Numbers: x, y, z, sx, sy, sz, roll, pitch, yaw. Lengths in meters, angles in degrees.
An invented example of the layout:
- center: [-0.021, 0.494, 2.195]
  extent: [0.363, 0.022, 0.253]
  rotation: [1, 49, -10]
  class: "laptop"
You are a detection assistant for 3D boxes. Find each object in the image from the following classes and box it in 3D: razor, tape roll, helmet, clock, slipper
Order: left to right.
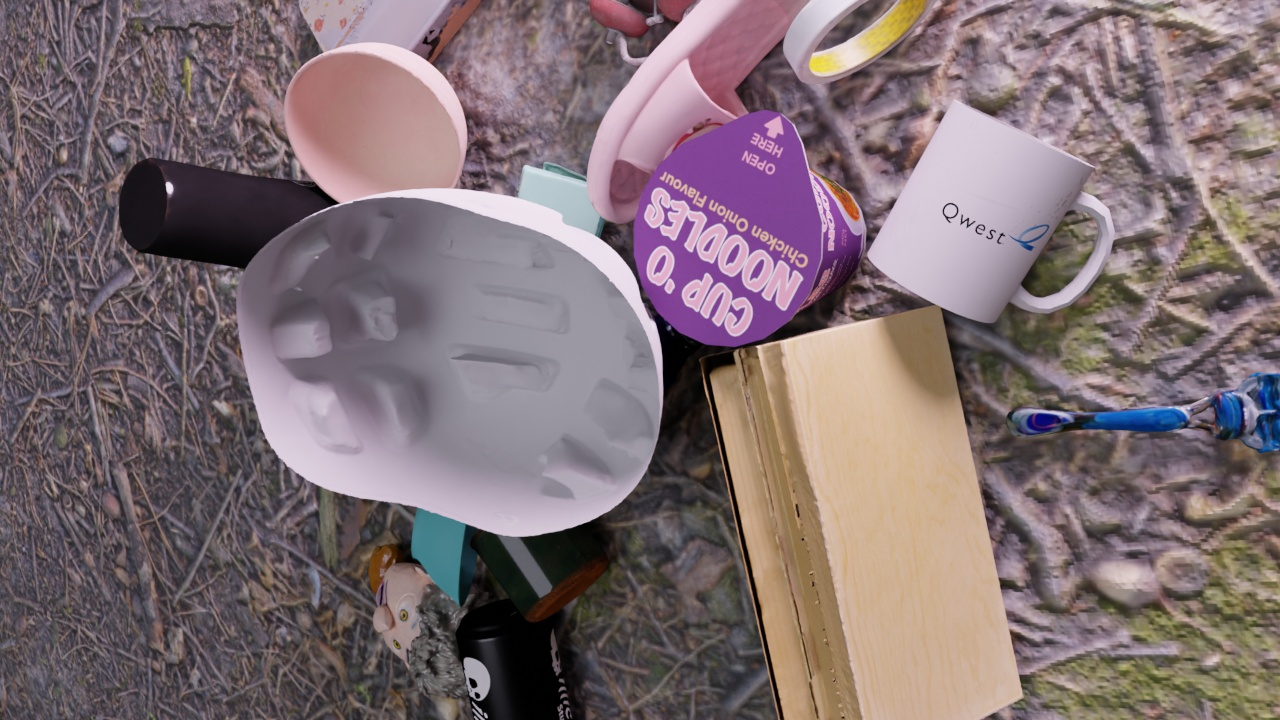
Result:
- center: [-0.110, -0.005, 0.603]
  extent: [0.283, 0.183, 0.224]
  rotation: [9, 121, 32]
  class: "helmet"
- center: [0.015, -0.275, 0.619]
  extent: [0.110, 0.061, 0.156]
  rotation: [-2, 82, 35]
  class: "clock"
- center: [0.042, -0.175, 0.596]
  extent: [0.055, 0.106, 0.222]
  rotation: [49, 115, 18]
  class: "slipper"
- center: [0.129, -0.199, 0.536]
  extent: [0.094, 0.093, 0.019]
  rotation: [-35, 76, 33]
  class: "tape roll"
- center: [0.278, 0.034, 0.515]
  extent: [0.141, 0.018, 0.044]
  rotation: [-6, 94, 35]
  class: "razor"

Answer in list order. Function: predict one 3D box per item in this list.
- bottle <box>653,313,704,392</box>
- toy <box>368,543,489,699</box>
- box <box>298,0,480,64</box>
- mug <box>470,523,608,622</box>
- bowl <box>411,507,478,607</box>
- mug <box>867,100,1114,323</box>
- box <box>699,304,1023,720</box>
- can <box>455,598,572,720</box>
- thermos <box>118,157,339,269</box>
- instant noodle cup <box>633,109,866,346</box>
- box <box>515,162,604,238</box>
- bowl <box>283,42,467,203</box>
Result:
- center: [-0.004, 0.004, 0.681]
  extent: [0.161, 0.056, 0.056]
  rotation: [-39, 75, 32]
  class: "bottle"
- center: [-0.205, 0.234, 0.845]
  extent: [0.176, 0.076, 0.133]
  rotation: [32, 113, 35]
  class: "toy"
- center: [-0.210, -0.329, 0.787]
  extent: [0.217, 0.043, 0.150]
  rotation: [-37, 71, 33]
  class: "box"
- center: [-0.082, 0.162, 0.750]
  extent: [0.081, 0.084, 0.111]
  rotation: [50, 153, 16]
  class: "mug"
- center: [-0.162, 0.141, 0.767]
  extent: [0.046, 0.121, 0.121]
  rotation: [8, 104, -2]
  class: "bowl"
- center: [0.206, -0.076, 0.519]
  extent: [0.119, 0.083, 0.096]
  rotation: [25, 113, -2]
  class: "mug"
- center: [0.115, 0.106, 0.574]
  extent: [0.185, 0.141, 0.248]
  rotation: [-13, 89, 42]
  class: "box"
- center: [-0.103, 0.281, 0.773]
  extent: [0.080, 0.080, 0.146]
  rotation: [-10, 93, 35]
  class: "can"
- center: [-0.317, -0.115, 0.785]
  extent: [0.106, 0.218, 0.106]
  rotation: [-1, 88, 33]
  class: "thermos"
- center: [0.083, -0.082, 0.568]
  extent: [0.122, 0.121, 0.137]
  rotation: [35, 115, 25]
  class: "instant noodle cup"
- center: [-0.079, -0.062, 0.742]
  extent: [0.077, 0.080, 0.189]
  rotation: [12, 108, -10]
  class: "box"
- center: [-0.209, -0.199, 0.764]
  extent: [0.153, 0.076, 0.153]
  rotation: [8, 131, 9]
  class: "bowl"
